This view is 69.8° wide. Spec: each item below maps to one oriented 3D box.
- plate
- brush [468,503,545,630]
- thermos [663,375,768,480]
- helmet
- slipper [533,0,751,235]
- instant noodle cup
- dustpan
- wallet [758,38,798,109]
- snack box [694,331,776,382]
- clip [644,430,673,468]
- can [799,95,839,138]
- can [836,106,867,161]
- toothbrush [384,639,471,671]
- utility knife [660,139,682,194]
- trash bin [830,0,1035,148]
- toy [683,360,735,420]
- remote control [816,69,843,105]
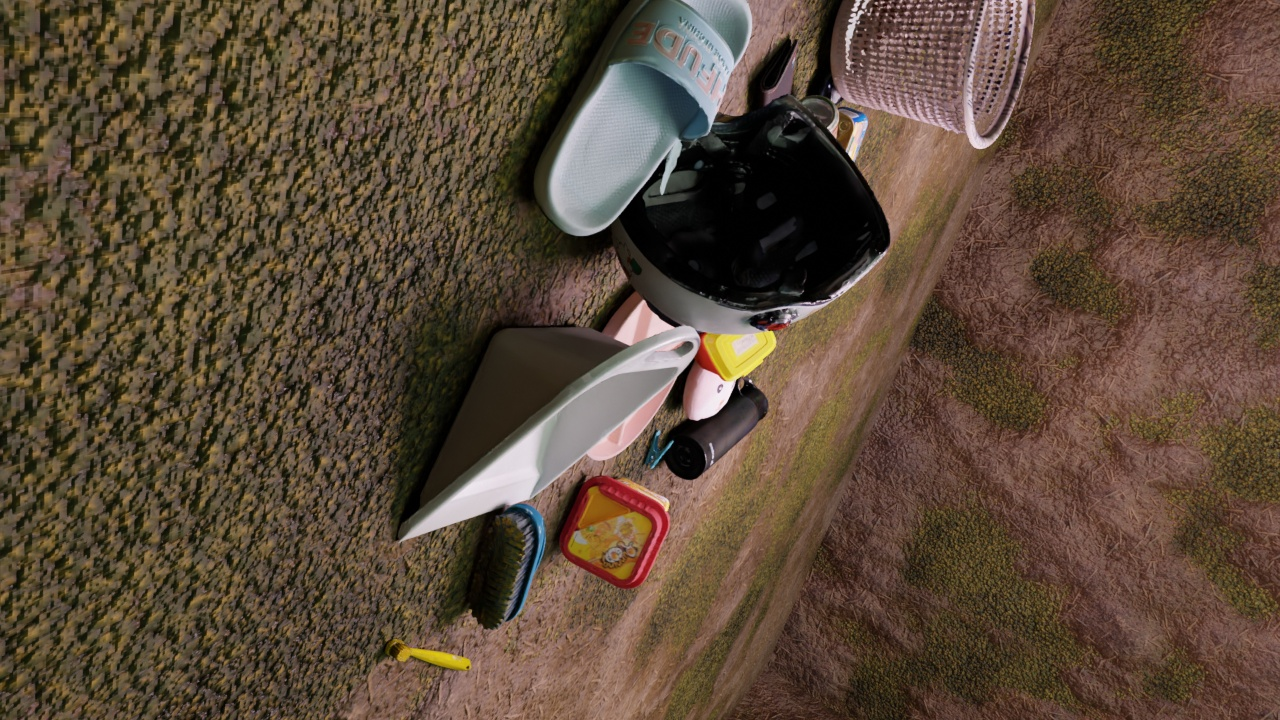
[{"bbox_3d":[-0.006,0.006,1.036,0.228,0.028,0.230,-48,155,-31],"label":"plate"},{"bbox_3d":[-0.131,0.209,0.951,0.073,0.055,0.144,-24,136,-57],"label":"brush"},{"bbox_3d":[0.117,0.092,1.381,0.241,0.069,0.090,-32,111,-56],"label":"thermos"},{"bbox_3d":[0.085,-0.117,0.866,0.273,0.230,0.157,-22,161,-26],"label":"helmet"},{"bbox_3d":[0.008,-0.203,0.718,0.104,0.074,0.245,41,79,-34],"label":"slipper"},{"bbox_3d":[-0.022,0.202,1.130,0.116,0.116,0.123,-66,169,8],"label":"instant noodle cup"},{"bbox_3d":[-0.061,0.063,0.828,0.222,0.143,0.258,-6,119,-65],"label":"dustpan"},{"bbox_3d":[0.157,-0.293,1.058,0.096,0.020,0.122,-60,160,-29],"label":"wallet"},{"bbox_3d":[0.111,-0.025,1.161,0.091,0.080,0.082,-37,110,-19],"label":"snack box"},{"bbox_3d":[0.022,0.123,1.245,0.013,0.038,0.055,-20,143,-59],"label":"clip"},{"bbox_3d":[0.217,-0.270,1.157,0.057,0.058,0.147,-58,164,-12],"label":"can"},{"bbox_3d":[0.266,-0.295,1.260,0.083,0.057,0.102,-33,144,-56],"label":"can"},{"bbox_3d":[-0.211,0.304,0.936,0.015,0.016,0.190,-57,158,-13],"label":"toothbrush"},{"bbox_3d":[0.044,-0.224,0.803,0.034,0.018,0.215,88,16,-58],"label":"utility knife"},{"bbox_3d":[0.349,-0.385,1.119,0.226,0.192,0.228,-30,128,-47],"label":"trash bin"},{"bbox_3d":[0.102,0.005,1.251,0.121,0.054,0.159,-17,122,-62],"label":"toy"},{"bbox_3d":[0.257,-0.363,1.201,0.136,0.024,0.053,-42,147,-40],"label":"remote control"}]
